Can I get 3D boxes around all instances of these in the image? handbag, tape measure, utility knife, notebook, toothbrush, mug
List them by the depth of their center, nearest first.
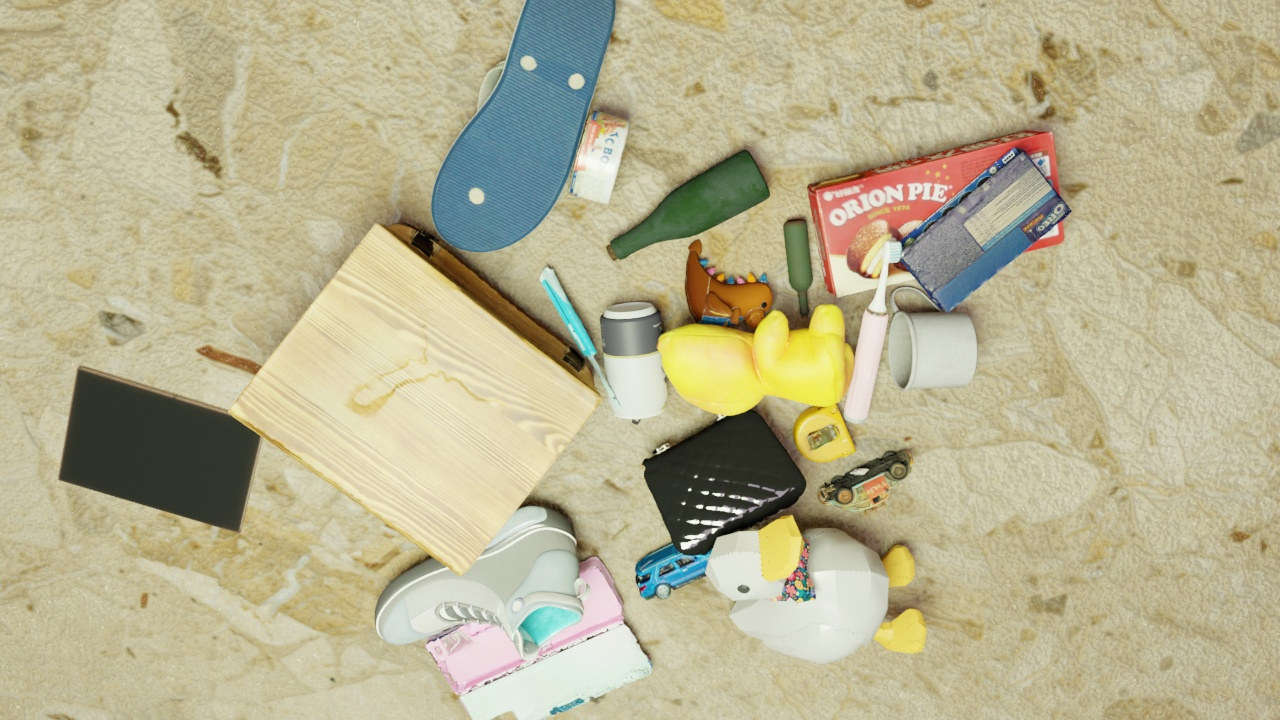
[{"bbox_3d":[0.238,-0.025,0.939,0.026,0.027,0.223,-2,128,-4],"label":"toothbrush"},{"bbox_3d":[0.302,-0.025,0.960,0.070,0.084,0.113,-2,73,-2],"label":"mug"},{"bbox_3d":[-0.060,-0.023,0.963,0.022,0.015,0.169,-39,78,49],"label":"utility knife"},{"bbox_3d":[0.087,0.129,1.000,0.154,0.115,0.125,-30,77,2],"label":"handbag"},{"bbox_3d":[0.198,0.081,1.010,0.059,0.030,0.068,-24,103,5],"label":"tape measure"},{"bbox_3d":[-0.540,0.103,1.034,0.209,0.008,0.141,18,105,-4],"label":"notebook"}]

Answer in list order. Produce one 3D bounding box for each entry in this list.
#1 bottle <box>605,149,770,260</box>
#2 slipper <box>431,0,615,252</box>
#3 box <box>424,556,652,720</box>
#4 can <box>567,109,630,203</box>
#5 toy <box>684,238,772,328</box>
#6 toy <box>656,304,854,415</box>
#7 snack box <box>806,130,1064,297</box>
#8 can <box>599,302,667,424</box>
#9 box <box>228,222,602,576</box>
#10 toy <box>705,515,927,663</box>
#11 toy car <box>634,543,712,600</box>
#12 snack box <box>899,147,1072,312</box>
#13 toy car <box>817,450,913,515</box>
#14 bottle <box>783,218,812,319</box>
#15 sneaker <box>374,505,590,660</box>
[{"bbox_3d":[0.044,-0.150,0.936,0.174,0.055,0.055,-27,103,9],"label":"bottle"},{"bbox_3d":[-0.110,-0.242,0.911,0.118,0.060,0.295,23,102,-9],"label":"slipper"},{"bbox_3d":[-0.117,0.344,1.083,0.230,0.035,0.159,-26,104,7],"label":"box"},{"bbox_3d":[-0.041,-0.200,0.906,0.043,0.086,0.086,16,105,-4],"label":"can"},{"bbox_3d":[0.092,-0.081,0.966,0.090,0.071,0.103,-9,82,-10],"label":"toy"},{"bbox_3d":[0.121,0.011,0.937,0.194,0.134,0.087,-4,64,11],"label":"toy"},{"bbox_3d":[0.296,-0.149,0.929,0.236,0.060,0.113,-14,106,4],"label":"snack box"},{"bbox_3d":[-0.006,0.006,0.973,0.064,0.064,0.127,-5,105,2],"label":"can"},{"bbox_3d":[-0.216,0.025,0.945,0.279,0.176,0.247,39,92,-9],"label":"box"},{"bbox_3d":[0.174,0.245,0.982,0.267,0.140,0.247,13,145,-21],"label":"toy"},{"bbox_3d":[0.049,0.230,1.039,0.120,0.056,0.043,-24,103,8],"label":"toy car"},{"bbox_3d":[0.330,-0.125,0.890,0.150,0.027,0.082,-40,104,13],"label":"snack box"},{"bbox_3d":[0.254,0.142,1.017,0.112,0.047,0.047,-27,103,9],"label":"toy car"},{"bbox_3d":[0.167,-0.095,0.964,0.025,0.025,0.106,-8,105,3],"label":"bottle"},{"bbox_3d":[-0.174,0.276,0.995,0.257,0.160,0.093,-31,129,6],"label":"sneaker"}]
